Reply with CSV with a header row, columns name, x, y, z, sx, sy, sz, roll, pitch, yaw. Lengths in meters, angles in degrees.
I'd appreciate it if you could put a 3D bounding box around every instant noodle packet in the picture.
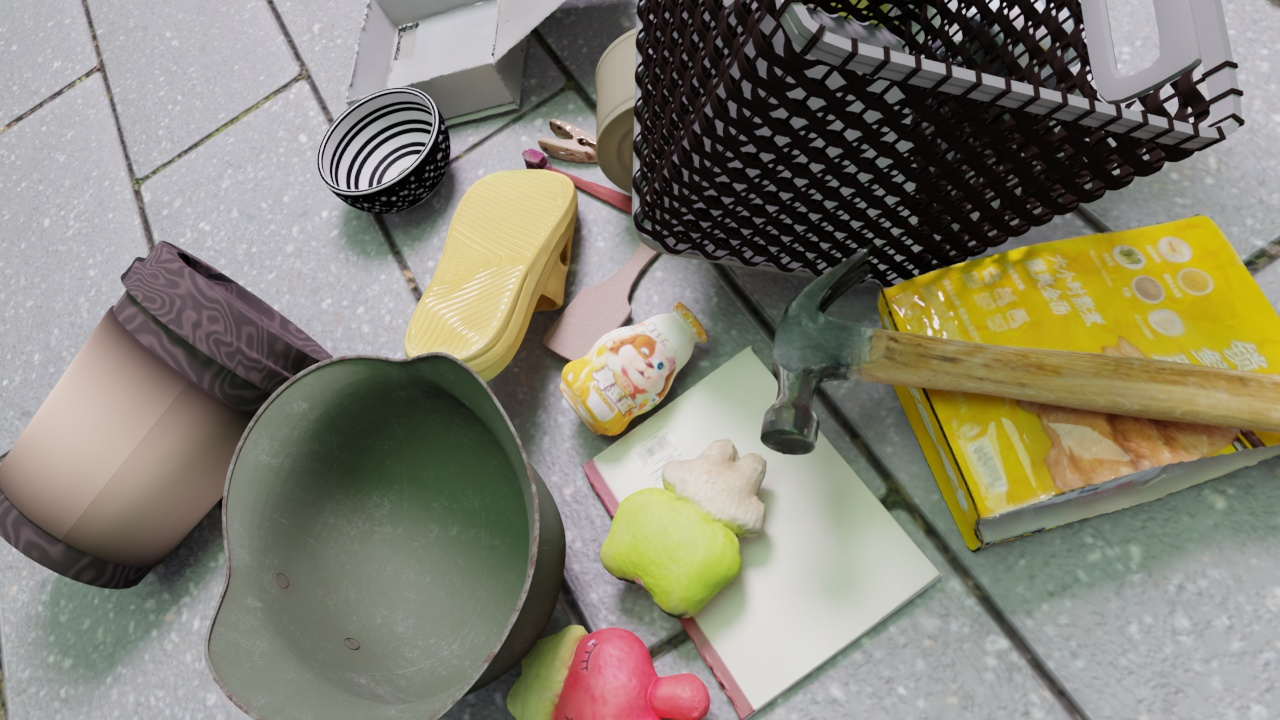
name,x,y,z,sx,sy,sz,roll,pitch,yaw
instant noodle packet,0.276,0.005,0.558,0.222,0.084,0.162,-16,58,4

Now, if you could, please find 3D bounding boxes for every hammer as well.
name,x,y,z,sx,sy,sz,roll,pitch,yaw
hammer,0.239,0.009,0.503,0.331,0.033,0.132,7,60,12

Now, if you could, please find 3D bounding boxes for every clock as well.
name,x,y,z,sx,sy,sz,roll,pitch,yaw
clock,0.276,-0.252,0.687,0.057,0.083,0.117,-32,58,8

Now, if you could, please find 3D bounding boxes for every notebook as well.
name,x,y,z,sx,sy,sz,roll,pitch,yaw
notebook,0.070,0.104,0.609,0.153,0.012,0.208,-36,57,-1

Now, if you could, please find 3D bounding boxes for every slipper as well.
name,x,y,z,sx,sy,sz,roll,pitch,yaw
slipper,-0.106,-0.062,0.718,0.100,0.078,0.262,-3,41,16

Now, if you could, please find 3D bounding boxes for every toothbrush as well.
name,x,y,z,sx,sy,sz,roll,pitch,yaw
toothbrush,-0.031,-0.143,0.775,0.190,0.016,0.016,29,73,30

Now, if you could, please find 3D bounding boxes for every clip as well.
name,x,y,z,sx,sy,sz,roll,pitch,yaw
clip,-0.065,-0.185,0.806,0.061,0.025,0.045,29,75,26

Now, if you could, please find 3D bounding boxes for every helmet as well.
name,x,y,z,sx,sy,sz,roll,pitch,yaw
helmet,-0.148,0.115,0.593,0.268,0.154,0.227,36,86,29

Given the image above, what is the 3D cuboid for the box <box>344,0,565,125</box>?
name,x,y,z,sx,sy,sz,roll,pitch,yaw
box,-0.094,-0.340,0.832,0.420,0.108,0.165,-16,58,28

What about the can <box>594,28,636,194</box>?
name,x,y,z,sx,sy,sz,roll,pitch,yaw
can,0.028,-0.190,0.714,0.128,0.128,0.073,-8,62,15

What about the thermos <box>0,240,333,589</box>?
name,x,y,z,sx,sy,sz,roll,pitch,yaw
thermos,-0.372,0.046,0.712,0.173,0.172,0.226,34,84,31

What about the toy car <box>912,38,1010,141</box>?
name,x,y,z,sx,sy,sz,roll,pitch,yaw
toy car,0.243,-0.204,0.701,0.048,0.033,0.105,-28,55,2

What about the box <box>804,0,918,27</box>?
name,x,y,z,sx,sy,sz,roll,pitch,yaw
box,0.138,-0.369,0.777,0.079,0.124,0.221,-42,59,-9

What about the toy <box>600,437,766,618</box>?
name,x,y,z,sx,sy,sz,roll,pitch,yaw
toy,0.034,0.102,0.590,0.092,0.043,0.117,28,73,33

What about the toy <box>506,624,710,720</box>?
name,x,y,z,sx,sy,sz,roll,pitch,yaw
toy,-0.021,0.210,0.562,0.135,0.045,0.091,8,68,30

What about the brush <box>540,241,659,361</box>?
name,x,y,z,sx,sy,sz,roll,pitch,yaw
brush,-0.020,-0.051,0.725,0.050,0.015,0.135,27,69,28

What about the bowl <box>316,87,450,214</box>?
name,x,y,z,sx,sy,sz,roll,pitch,yaw
bowl,-0.223,-0.180,0.833,0.120,0.066,0.120,-9,60,15

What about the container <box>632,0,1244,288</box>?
name,x,y,z,sx,sy,sz,roll,pitch,yaw
container,0.137,-0.197,0.544,0.245,0.244,0.247,7,72,-17

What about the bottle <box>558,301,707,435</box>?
name,x,y,z,sx,sy,sz,roll,pitch,yaw
bottle,-0.004,0.004,0.658,0.109,0.063,0.063,-39,57,-4
